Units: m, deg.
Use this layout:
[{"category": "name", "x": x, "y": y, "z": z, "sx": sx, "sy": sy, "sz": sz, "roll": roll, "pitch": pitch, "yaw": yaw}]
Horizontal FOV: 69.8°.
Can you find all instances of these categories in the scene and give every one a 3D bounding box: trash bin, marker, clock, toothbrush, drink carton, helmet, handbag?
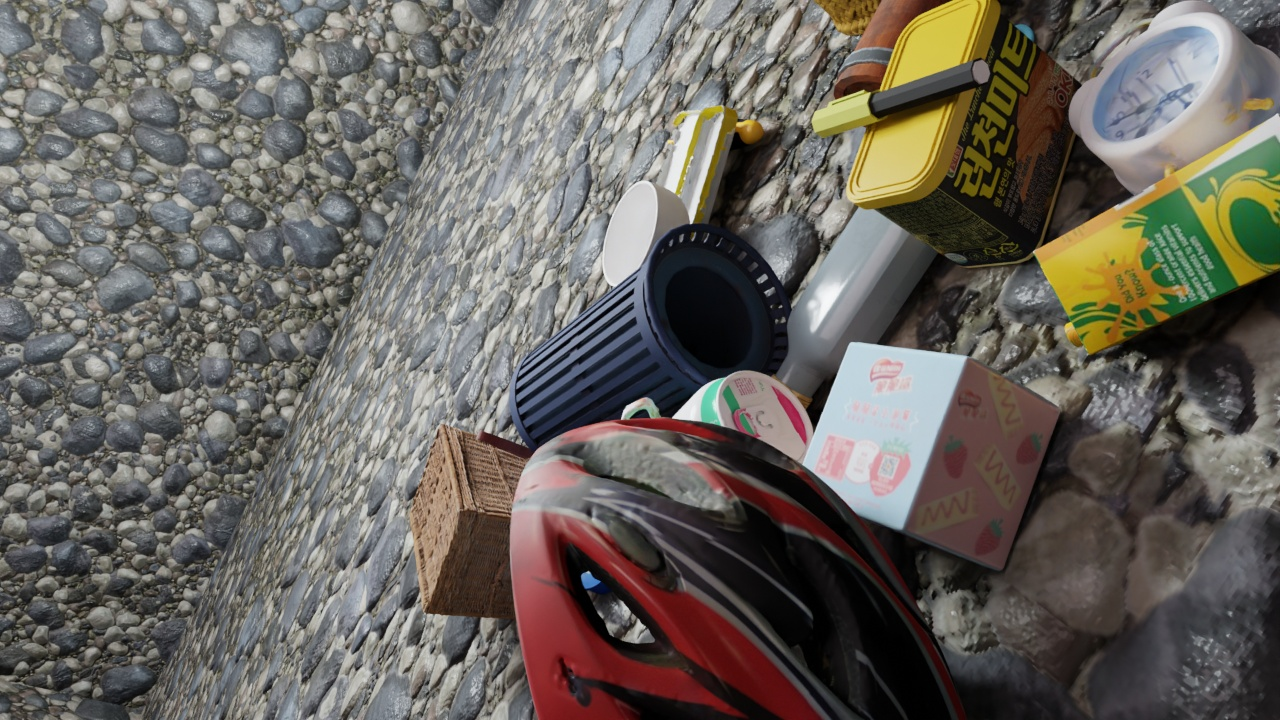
[{"category": "trash bin", "x": -0.005, "y": 0.004, "z": 0.774, "sx": 0.250, "sy": 0.139, "sz": 0.139, "roll": -33, "pitch": 40, "yaw": 49}, {"category": "marker", "x": 0.147, "y": -0.152, "z": 0.530, "sx": 0.124, "sy": 0.017, "sz": 0.021, "roll": 1, "pitch": 68, "yaw": 60}, {"category": "clock", "x": 0.275, "y": -0.139, "z": 0.482, "sx": 0.089, "sy": 0.052, "sz": 0.125, "roll": -48, "pitch": 27, "yaw": 32}, {"category": "toothbrush", "x": 0.073, "y": -0.233, "z": 0.960, "sx": 0.197, "sy": 0.031, "sz": 0.031, "roll": 22, "pitch": 91, "yaw": 65}, {"category": "drink carton", "x": 0.253, "y": -0.054, "z": 0.428, "sx": 0.123, "sy": 0.041, "sz": 0.058, "roll": -35, "pitch": 73, "yaw": 44}, {"category": "helmet", "x": 0.047, "y": 0.139, "z": 0.442, "sx": 0.167, "sy": 0.272, "sz": 0.217, "roll": -37, "pitch": -6, "yaw": 20}, {"category": "handbag", "x": -0.106, "y": 0.094, "z": 0.898, "sx": 0.055, "sy": 0.119, "sz": 0.029, "roll": -3, "pitch": 64, "yaw": 61}]

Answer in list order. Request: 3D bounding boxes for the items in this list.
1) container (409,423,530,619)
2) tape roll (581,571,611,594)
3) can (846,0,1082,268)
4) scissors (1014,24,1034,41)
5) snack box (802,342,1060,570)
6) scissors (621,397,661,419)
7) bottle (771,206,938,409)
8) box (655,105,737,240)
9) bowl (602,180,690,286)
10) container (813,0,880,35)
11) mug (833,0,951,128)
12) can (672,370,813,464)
[{"category": "container", "x": -0.157, "y": 0.161, "z": 0.922, "sx": 0.114, "sy": 0.112, "sz": 0.198, "roll": -69, "pitch": 25, "yaw": 14}, {"category": "tape roll", "x": -0.031, "y": 0.160, "z": 0.818, "sx": 0.091, "sy": 0.016, "sz": 0.093, "roll": -13, "pitch": 56, "yaw": 58}, {"category": "can", "x": 0.200, "y": -0.134, "z": 0.556, "sx": 0.073, "sy": 0.101, "sz": 0.130, "roll": 2, "pitch": 68, "yaw": 62}, {"category": "scissors", "x": 0.229, "y": -0.170, "z": 0.636, "sx": 0.136, "sy": 0.015, "sz": 0.057, "roll": -62, "pitch": 28, "yaw": -5}, {"category": "snack box", "x": 0.155, "y": 0.049, "z": 0.502, "sx": 0.093, "sy": 0.079, "sz": 0.094, "roll": 12, "pitch": 80, "yaw": 64}, {"category": "scissors", "x": 0.027, "y": 0.061, "z": 0.700, "sx": 0.125, "sy": 0.128, "sz": 0.011, "roll": -15, "pitch": 51, "yaw": 16}, {"category": "bottle", "x": 0.139, "y": -0.032, "z": 0.640, "sx": 0.161, "sy": 0.046, "sz": 0.072, "roll": -58, "pitch": 27, "yaw": 12}, {"category": "box", "x": 0.037, "y": -0.153, "z": 0.931, "sx": 0.127, "sy": 0.023, "sz": 0.209, "roll": 26, "pitch": 101, "yaw": 67}, {"category": "bowl", "x": 0.010, "y": -0.114, "z": 0.876, "sx": 0.105, "sy": 0.054, "sz": 0.104, "roll": -33, "pitch": 50, "yaw": 52}, {"category": "container", "x": 0.202, "y": -0.443, "z": 0.726, "sx": 0.308, "sy": 0.196, "sz": 0.306, "roll": -41, "pitch": 35, "yaw": 36}, {"category": "mug", "x": 0.197, "y": -0.230, "z": 0.688, "sx": 0.111, "sy": 0.081, "sz": 0.117, "roll": -64, "pitch": 6, "yaw": -8}, {"category": "can", "x": 0.043, "y": 0.083, "z": 0.645, "sx": 0.166, "sy": 0.088, "sz": 0.088, "roll": -50, "pitch": 28, "yaw": 44}]
